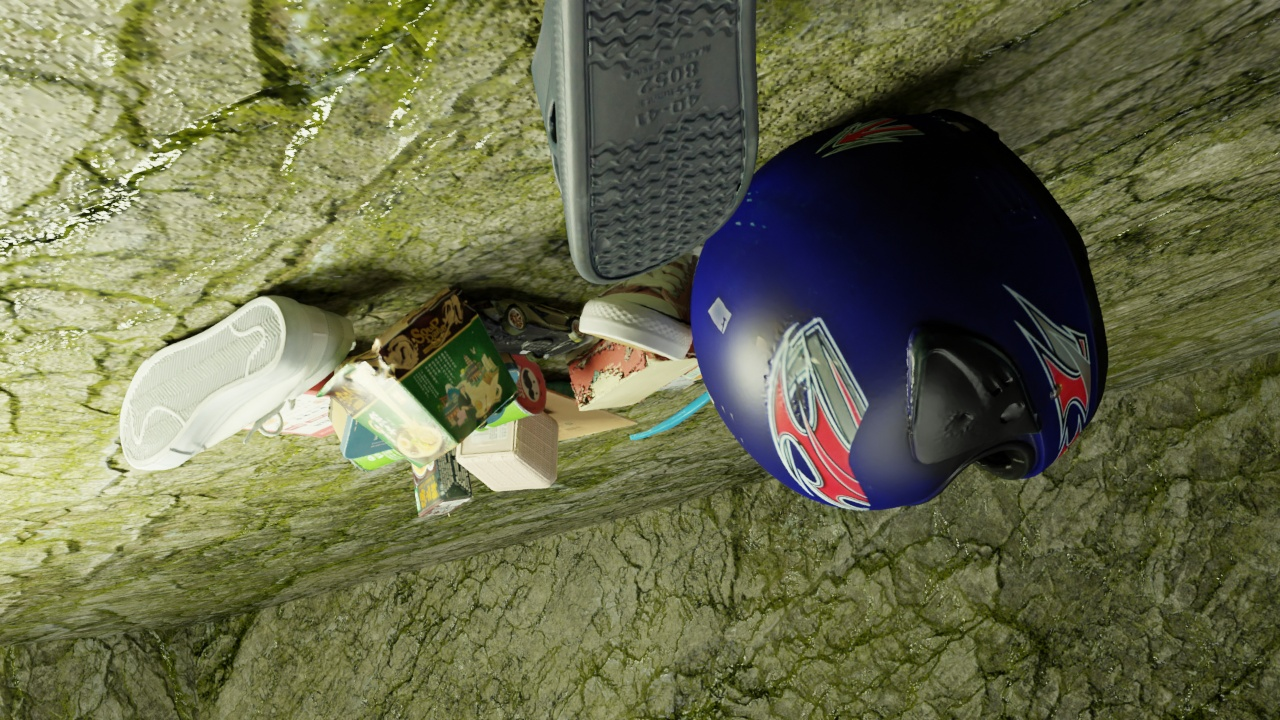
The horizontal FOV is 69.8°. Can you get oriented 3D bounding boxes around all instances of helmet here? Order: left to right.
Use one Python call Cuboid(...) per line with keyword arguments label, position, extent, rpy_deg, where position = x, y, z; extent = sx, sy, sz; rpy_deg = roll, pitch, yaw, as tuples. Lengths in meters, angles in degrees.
Cuboid(label="helmet", position=(0.169, -0.008, 0.661), extent=(0.240, 0.247, 0.315), rpy_deg=(-34, 123, -2))

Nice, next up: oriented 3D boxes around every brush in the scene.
Cuboid(label="brush", position=(0.098, 0.040, 1.178), extent=(0.255, 0.046, 0.083), rpy_deg=(-31, 170, 7))

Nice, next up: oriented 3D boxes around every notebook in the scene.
Cuboid(label="notebook", position=(-0.123, 0.068, 1.146), extent=(0.148, 0.008, 0.207), rpy_deg=(-15, 156, 34))

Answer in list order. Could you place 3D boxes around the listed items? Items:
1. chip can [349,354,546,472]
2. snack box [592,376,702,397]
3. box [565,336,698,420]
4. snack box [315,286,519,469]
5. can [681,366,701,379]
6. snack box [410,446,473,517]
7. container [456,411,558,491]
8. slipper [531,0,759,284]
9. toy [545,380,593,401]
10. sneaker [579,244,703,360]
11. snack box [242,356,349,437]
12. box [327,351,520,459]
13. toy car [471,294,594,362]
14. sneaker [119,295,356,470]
Cuboid(label="chip can", position=(-0.219, 0.059, 1.010), extent=(0.236, 0.072, 0.072), rpy_deg=(-20, 164, 24))
Cuboid(label="snack box", position=(0.014, 0.019, 1.153), extent=(0.153, 0.026, 0.075), rpy_deg=(-3, 162, -33))
Cuboid(label="box", position=(-0.006, 0.006, 0.985), extent=(0.091, 0.080, 0.169), rpy_deg=(-4, 162, -34))
Cuboid(label="snack box", position=(-0.175, 0.021, 0.753), extent=(0.118, 0.105, 0.118), rpy_deg=(-30, -169, 48))
Cuboid(label="can", position=(0.086, -0.028, 0.981), extent=(0.058, 0.058, 0.146), rpy_deg=(-5, 163, -29))
Cuboid(label="snack box", position=(-0.260, 0.138, 1.184), extent=(0.053, 0.113, 0.126), rpy_deg=(-3, 161, -32))
Cuboid(label="container", position=(-0.157, 0.095, 1.080), extent=(0.090, 0.090, 0.111), rpy_deg=(-5, 157, 14))
Cuboid(label="slipper", position=(0.000, -0.147, 0.461), extent=(0.110, 0.083, 0.269), rpy_deg=(-19, 149, -12))
Cuboid(label="toy", position=(-0.098, 0.046, 1.145), extent=(0.096, 0.030, 0.092), rpy_deg=(3, 165, -14))
Cuboid(label="sneaker", position=(0.016, -0.059, 0.753), extent=(0.118, 0.088, 0.240), rpy_deg=(16, -169, 11))
Cuboid(label="snack box", position=(-0.320, 0.033, 0.883), extent=(0.113, 0.044, 0.127), rpy_deg=(-21, 162, 25))
Cuboid(label="box", position=(-0.207, 0.031, 0.854), extent=(0.183, 0.059, 0.090), rpy_deg=(-17, 147, -37))
Cuboid(label="toy car", position=(-0.107, -0.028, 0.845), extent=(0.070, 0.042, 0.158), rpy_deg=(-22, 162, 30))
Cuboid(label="sneaker", position=(-0.332, 0.019, 0.759), extent=(0.243, 0.089, 0.090), rpy_deg=(-28, 165, 26))
